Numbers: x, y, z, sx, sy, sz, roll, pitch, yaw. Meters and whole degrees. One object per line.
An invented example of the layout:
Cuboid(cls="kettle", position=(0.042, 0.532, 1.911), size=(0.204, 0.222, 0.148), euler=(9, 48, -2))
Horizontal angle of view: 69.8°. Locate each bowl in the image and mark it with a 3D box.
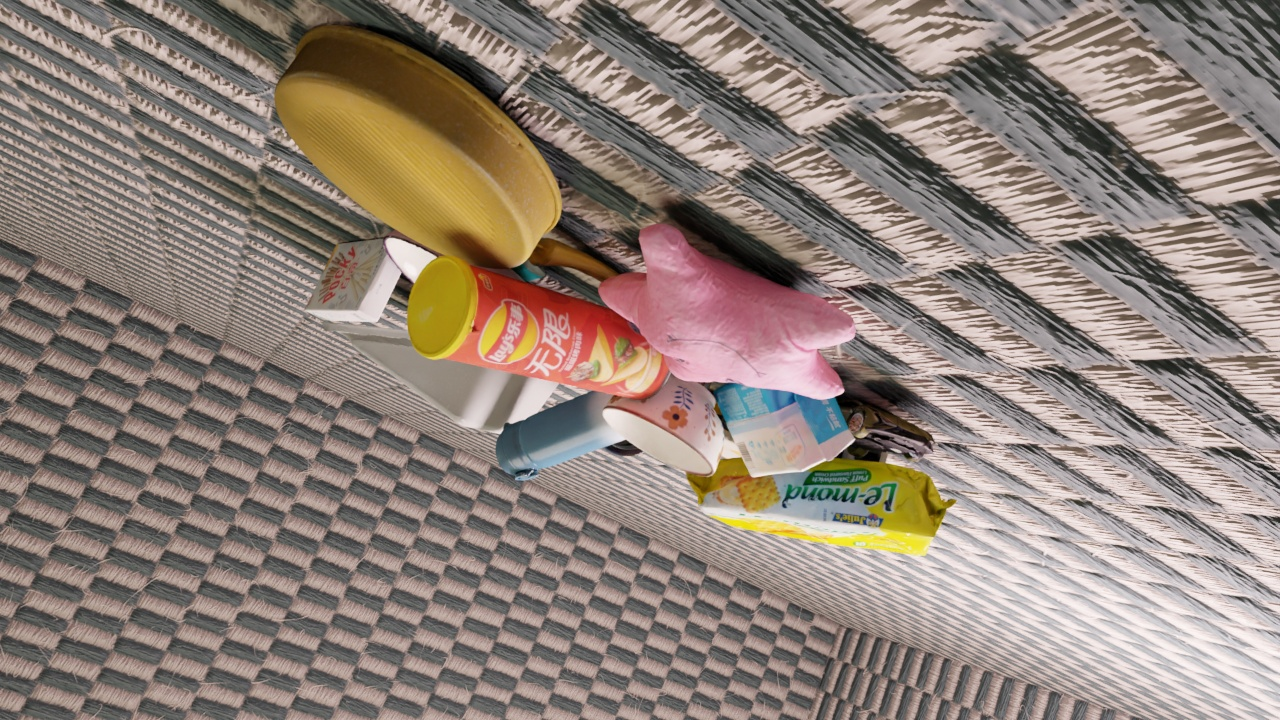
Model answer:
Cuboid(cls="bowl", position=(0.029, 0.050, 0.820), size=(0.113, 0.062, 0.113), euler=(28, 162, 10))

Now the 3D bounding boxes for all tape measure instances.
Cuboid(cls="tape measure", position=(0.218, 0.098, 0.942), size=(0.066, 0.033, 0.066), euler=(20, 167, 14))

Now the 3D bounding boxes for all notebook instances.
Cuboid(cls="notebook", position=(0.098, 0.098, 1.066), size=(0.146, 0.010, 0.206), euler=(30, 172, -13))

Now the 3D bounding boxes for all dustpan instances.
Cuboid(cls="dustpan", position=(-0.191, -0.009, 1.084), size=(0.258, 0.142, 0.222), euler=(36, -179, 17))

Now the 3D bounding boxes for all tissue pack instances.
Cuboid(cls="tissue pack", position=(0.121, 0.046, 0.788), size=(0.090, 0.063, 0.140), euler=(65, 162, 3))

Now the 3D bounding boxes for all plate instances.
Cuboid(cls="plate", position=(-0.150, -0.066, 0.855), size=(0.192, 0.039, 0.193), euler=(32, 165, 9))

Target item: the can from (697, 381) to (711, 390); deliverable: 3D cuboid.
Cuboid(cls="can", position=(-0.005, 0.005, 0.895), size=(0.147, 0.057, 0.058), euler=(20, 166, 12))

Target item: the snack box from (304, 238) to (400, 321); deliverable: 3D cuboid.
Cuboid(cls="snack box", position=(-0.301, -0.084, 0.971), size=(0.027, 0.084, 0.157), euler=(31, 164, -36))

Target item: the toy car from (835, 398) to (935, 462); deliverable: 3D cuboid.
Cuboid(cls="toy car", position=(0.197, 0.059, 0.807), size=(0.070, 0.042, 0.158), euler=(23, 172, -18))

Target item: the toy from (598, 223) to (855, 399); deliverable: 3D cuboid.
Cuboid(cls="toy", position=(0.063, -0.020, 0.658), size=(0.194, 0.074, 0.179), euler=(25, 157, -6))

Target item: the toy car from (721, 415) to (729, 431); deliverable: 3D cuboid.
Cuboid(cls="toy car", position=(0.141, 0.084, 1.009), size=(0.121, 0.036, 0.054), euler=(14, 164, 44))

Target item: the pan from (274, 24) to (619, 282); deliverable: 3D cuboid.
Cuboid(cls="pan", position=(-0.098, -0.105, 0.666), size=(0.198, 0.078, 0.357), euler=(12, 155, 42))

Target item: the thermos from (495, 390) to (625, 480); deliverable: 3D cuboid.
Cuboid(cls="thermos", position=(-0.061, 0.072, 1.002), size=(0.221, 0.070, 0.070), euler=(-23, 142, 26))

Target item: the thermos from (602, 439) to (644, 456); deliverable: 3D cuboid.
Cuboid(cls="thermos", position=(-0.025, 0.064, 1.098), size=(0.093, 0.093, 0.143), euler=(26, 174, -10))

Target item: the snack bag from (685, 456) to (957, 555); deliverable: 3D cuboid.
Cuboid(cls="snack bag", position=(0.176, 0.138, 0.904), size=(0.247, 0.068, 0.158), euler=(5, 164, 16))

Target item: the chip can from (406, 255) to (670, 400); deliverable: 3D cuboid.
Cuboid(cls="chip can", position=(-0.068, -0.018, 0.697), size=(0.073, 0.073, 0.216), euler=(9, 175, 43))

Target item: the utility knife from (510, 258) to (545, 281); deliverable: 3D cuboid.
Cuboid(cls="utility knife", position=(-0.121, -0.081, 0.853), size=(0.029, 0.013, 0.160), euler=(32, 166, -23))

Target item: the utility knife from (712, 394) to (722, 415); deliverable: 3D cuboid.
Cuboid(cls="utility knife", position=(0.027, 0.025, 1.007), size=(0.173, 0.015, 0.033), euler=(21, 160, 13))
